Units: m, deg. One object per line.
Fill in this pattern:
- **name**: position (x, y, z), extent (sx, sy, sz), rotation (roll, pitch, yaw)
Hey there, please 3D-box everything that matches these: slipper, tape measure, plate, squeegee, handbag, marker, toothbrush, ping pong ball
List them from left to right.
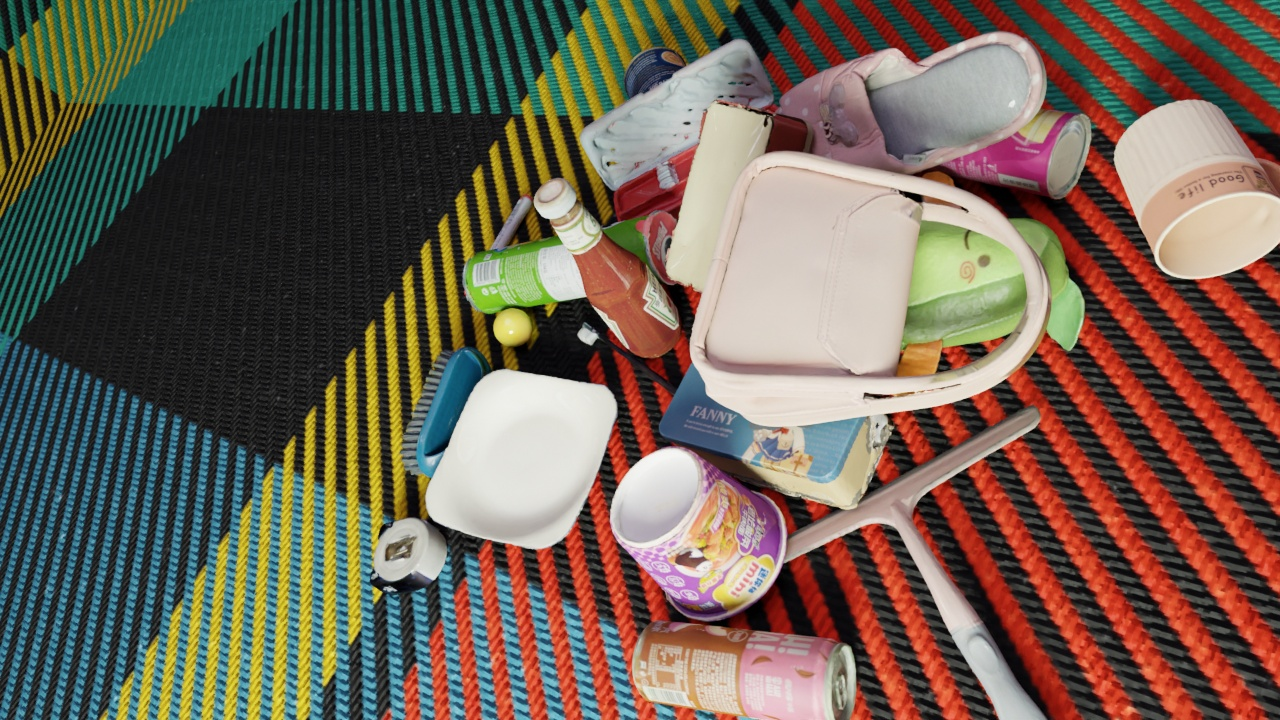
- **tape measure**: position (-0.215, 0.180, 0.853), extent (0.066, 0.033, 0.065), rotation (-18, 51, 20)
- **marker**: position (-0.163, -0.133, 1.065), extent (0.017, 0.017, 0.145), rotation (10, 63, 36)
- **ping pong ball**: position (-0.133, -0.034, 0.955), extent (0.040, 0.040, 0.040), rotation (-17, 50, 21)
- **plate**: position (-0.105, 0.091, 0.840), extent (0.164, 0.034, 0.163), rotation (9, 65, 27)
- **toothbrush**: position (-0.005, 0.005, 0.865), extent (0.181, 0.015, 0.018), rotation (34, 85, 44)
- **handbag**: position (0.165, -0.048, 0.654), extent (0.234, 0.093, 0.193), rotation (5, 71, 27)
- **slipper**: position (0.202, -0.203, 0.782), extent (0.275, 0.054, 0.114), rotation (-6, 95, 47)
- **squeegee**: position (0.209, 0.168, 0.596), extent (0.248, 0.040, 0.249), rotation (-31, 47, 9)

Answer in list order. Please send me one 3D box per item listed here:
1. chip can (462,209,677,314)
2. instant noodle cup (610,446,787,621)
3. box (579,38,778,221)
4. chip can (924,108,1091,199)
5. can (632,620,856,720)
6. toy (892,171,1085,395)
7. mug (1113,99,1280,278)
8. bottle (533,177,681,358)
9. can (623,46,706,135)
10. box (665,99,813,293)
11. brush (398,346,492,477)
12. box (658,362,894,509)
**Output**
- **chip can**: position (-0.072, -0.096, 0.931), extent (0.237, 0.072, 0.072), rotation (-7, 54, 33)
- **instant noodle cup**: position (0.038, 0.123, 0.681), extent (0.112, 0.099, 0.111), rotation (-25, 42, 25)
- **box**: position (0.046, -0.225, 0.933), extent (0.202, 0.098, 0.118), rotation (-27, 44, 13)
- **chip can**: position (0.274, -0.197, 0.802), extent (0.211, 0.071, 0.071), rotation (25, 73, 41)
- **can**: position (0.069, 0.215, 0.633), extent (0.147, 0.058, 0.057), rotation (-3, 56, 30)
- **toy**: position (0.215, -0.064, 0.729), extent (0.247, 0.090, 0.226), rotation (-3, 59, 34)
- **mug**: position (0.415, -0.125, 0.663), extent (0.114, 0.082, 0.105), rotation (0, 52, 0)
- **bottle**: position (-0.027, -0.079, 0.808), extent (0.060, 0.206, 0.059), rotation (-16, 49, 20)
- **can**: position (0.030, -0.287, 1.017), extent (0.075, 0.075, 0.111), rotation (-29, 47, 11)
- **box**: position (0.080, -0.143, 0.824), extent (0.091, 0.076, 0.168), rotation (28, 110, 41)
- **brush**: position (-0.184, 0.050, 0.915), extent (0.074, 0.055, 0.143), rotation (-4, 55, 30)
- **box**: position (0.100, 0.051, 0.729), extent (0.185, 0.060, 0.089), rotation (10, 63, 39)
